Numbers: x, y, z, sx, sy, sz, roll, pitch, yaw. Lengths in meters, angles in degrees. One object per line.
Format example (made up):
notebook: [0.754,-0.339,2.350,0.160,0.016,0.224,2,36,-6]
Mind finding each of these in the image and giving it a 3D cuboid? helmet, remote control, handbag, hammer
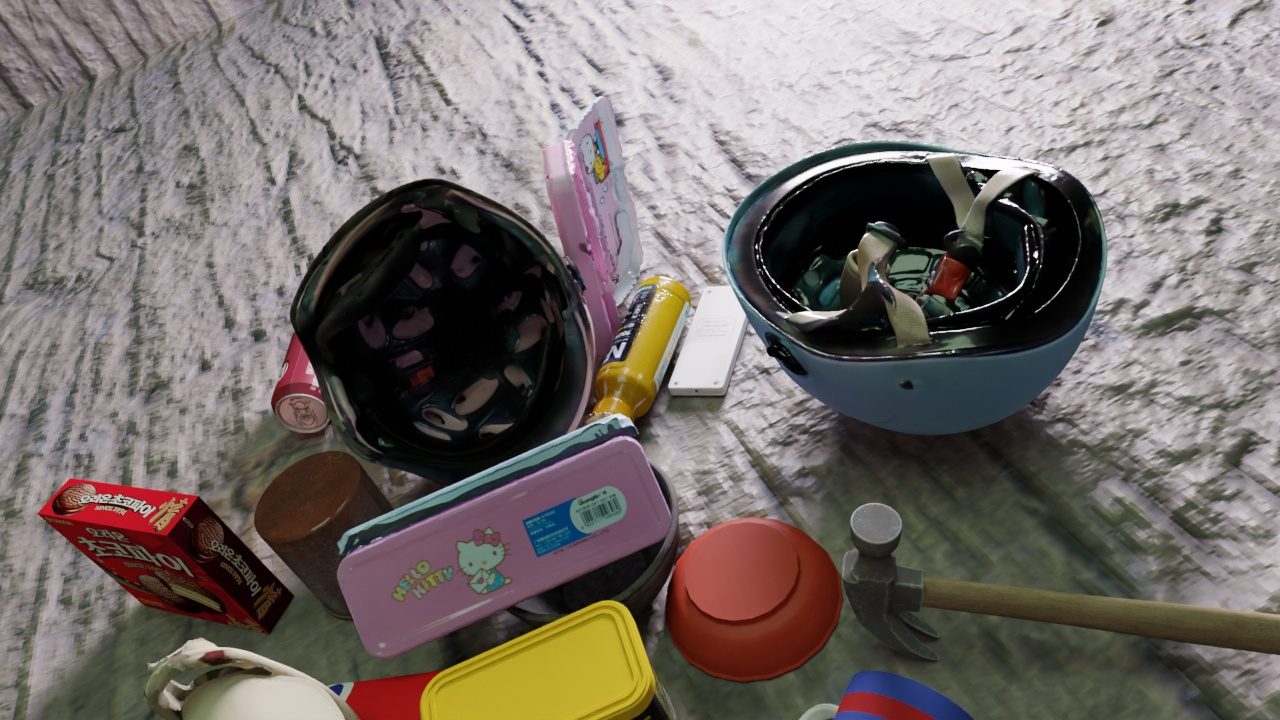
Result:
helmet: [-0.149,-0.016,0.776,0.255,0.152,0.230,44,95,6]
remote control: [0.066,-0.020,0.824,0.050,0.011,0.135,-1,44,24]
handbag: [-0.150,0.257,0.463,0.132,0.184,0.229,-31,50,-9]
hammer: [0.278,0.137,0.493,0.331,0.119,0.030,2,45,14]
helmet: [0.188,-0.047,0.673,0.266,0.167,0.225,32,64,35]

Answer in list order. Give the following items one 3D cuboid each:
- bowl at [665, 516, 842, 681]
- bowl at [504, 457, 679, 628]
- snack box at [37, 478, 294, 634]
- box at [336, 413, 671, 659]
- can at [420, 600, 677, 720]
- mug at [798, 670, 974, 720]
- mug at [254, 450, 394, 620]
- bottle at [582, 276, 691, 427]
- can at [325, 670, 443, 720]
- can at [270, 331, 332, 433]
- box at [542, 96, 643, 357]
bowl: [0.071,0.149,0.613,0.122,0.035,0.121,-13,40,11]
bowl: [-0.035,0.137,0.650,0.145,0.067,0.144,-13,40,11]
snack box: [-0.378,0.157,0.735,0.152,0.133,0.035,2,45,26]
box: [-0.090,0.114,0.622,0.214,0.090,0.092,-24,-4,-1]
can: [-0.046,0.217,0.539,0.131,0.101,0.072,-24,40,-2]
mug: [0.120,0.220,0.493,0.112,0.075,0.076,-15,31,52]
mug: [-0.248,0.135,0.723,0.123,0.110,0.096,0,40,24]
bottle: [-0.005,0.005,0.796,0.053,0.053,0.185,0,45,25]
can: [-0.175,0.243,0.594,0.132,0.070,0.070,-11,41,13]
can: [-0.330,0.015,0.926,0.063,0.063,0.114,-16,40,7]
box: [-0.043,-0.117,0.834,0.059,0.202,0.155,-2,44,11]
